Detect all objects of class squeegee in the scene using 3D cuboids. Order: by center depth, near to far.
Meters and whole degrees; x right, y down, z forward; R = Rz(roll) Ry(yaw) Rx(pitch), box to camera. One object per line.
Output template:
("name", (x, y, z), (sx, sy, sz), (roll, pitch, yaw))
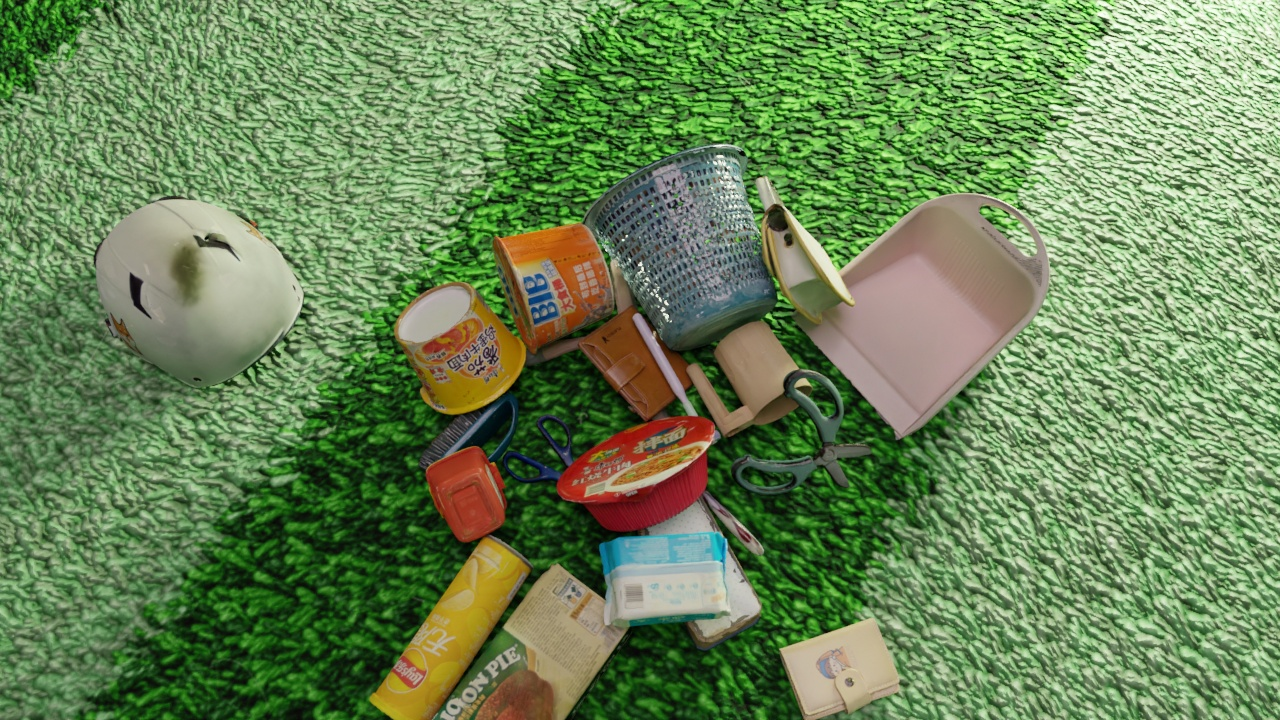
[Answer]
("squeegee", (-0.112, -0.009, 1.174), (0.249, 0.040, 0.247), (-13, 67, -5))

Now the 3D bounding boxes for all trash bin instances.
("trash bin", (0.065, -0.126, 1.146), (0.226, 0.227, 0.195), (-21, 79, -9))

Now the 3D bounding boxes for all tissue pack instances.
("tissue pack", (0.028, 0.234, 0.982), (0.140, 0.063, 0.089), (-4, 64, -1))

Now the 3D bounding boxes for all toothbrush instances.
("toothbrush", (0.081, 0.163, 1.103), (0.016, 0.017, 0.187), (-39, 70, -16))
("toothbrush", (0.042, 0.020, 1.128), (0.021, 0.029, 0.189), (-32, 77, 3))

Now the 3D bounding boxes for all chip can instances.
("chip can", (-0.205, 0.299, 1.012), (0.072, 0.072, 0.213), (29, 69, 13))

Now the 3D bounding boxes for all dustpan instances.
("dustpan", (0.359, -0.079, 1.146), (0.273, 0.139, 0.222), (-36, 70, -15))

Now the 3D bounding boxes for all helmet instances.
("helmet", (-0.576, -0.108, 1.158), (0.274, 0.157, 0.229), (41, 71, 17))

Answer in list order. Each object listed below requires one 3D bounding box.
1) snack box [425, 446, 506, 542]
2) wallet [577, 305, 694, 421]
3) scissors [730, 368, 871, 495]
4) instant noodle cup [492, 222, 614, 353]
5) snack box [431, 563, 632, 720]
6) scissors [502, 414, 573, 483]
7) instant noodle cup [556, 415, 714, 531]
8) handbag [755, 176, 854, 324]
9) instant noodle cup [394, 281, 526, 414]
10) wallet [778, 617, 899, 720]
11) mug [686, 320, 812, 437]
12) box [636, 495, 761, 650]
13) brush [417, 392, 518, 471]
("snack box", (-0.195, 0.155, 1.049), (0.082, 0.080, 0.091), (-25, 106, -10))
("wallet", (-0.007, 0.007, 1.146), (0.130, 0.035, 0.118), (47, 52, 8))
("scissors", (0.188, 0.086, 1.085), (0.170, 0.019, 0.180), (-6, 109, 0))
("instant noodle cup", (-0.105, -0.096, 1.128), (0.111, 0.152, 0.151), (-20, 66, -14))
("snack box", (-0.121, 0.351, 0.992), (0.114, 0.063, 0.239), (32, 70, 15))
("scissors", (-0.093, 0.141, 1.118), (0.157, 0.012, 0.165), (-13, 67, -7))
("instant noodle cup", (0.004, 0.134, 1.044), (0.193, 0.194, 0.066), (-24, 104, -11))
("handbag", (0.187, -0.139, 1.136), (0.063, 0.163, 0.178), (-29, 70, 17))
("instant noodle cup", (-0.223, -0.020, 1.110), (0.138, 0.110, 0.137), (-17, 40, 15))
("wallet", (0.222, 0.344, 1.015), (0.115, 0.024, 0.087), (-16, 67, -8))
("mug", (0.132, 0.024, 1.134), (0.124, 0.084, 0.103), (-27, 66, -6))
("box", (0.068, 0.241, 1.046), (0.089, 0.059, 0.184), (-24, 69, -9))
("brush", (-0.199, 0.097, 1.115), (0.073, 0.055, 0.143), (37, 70, 17))
